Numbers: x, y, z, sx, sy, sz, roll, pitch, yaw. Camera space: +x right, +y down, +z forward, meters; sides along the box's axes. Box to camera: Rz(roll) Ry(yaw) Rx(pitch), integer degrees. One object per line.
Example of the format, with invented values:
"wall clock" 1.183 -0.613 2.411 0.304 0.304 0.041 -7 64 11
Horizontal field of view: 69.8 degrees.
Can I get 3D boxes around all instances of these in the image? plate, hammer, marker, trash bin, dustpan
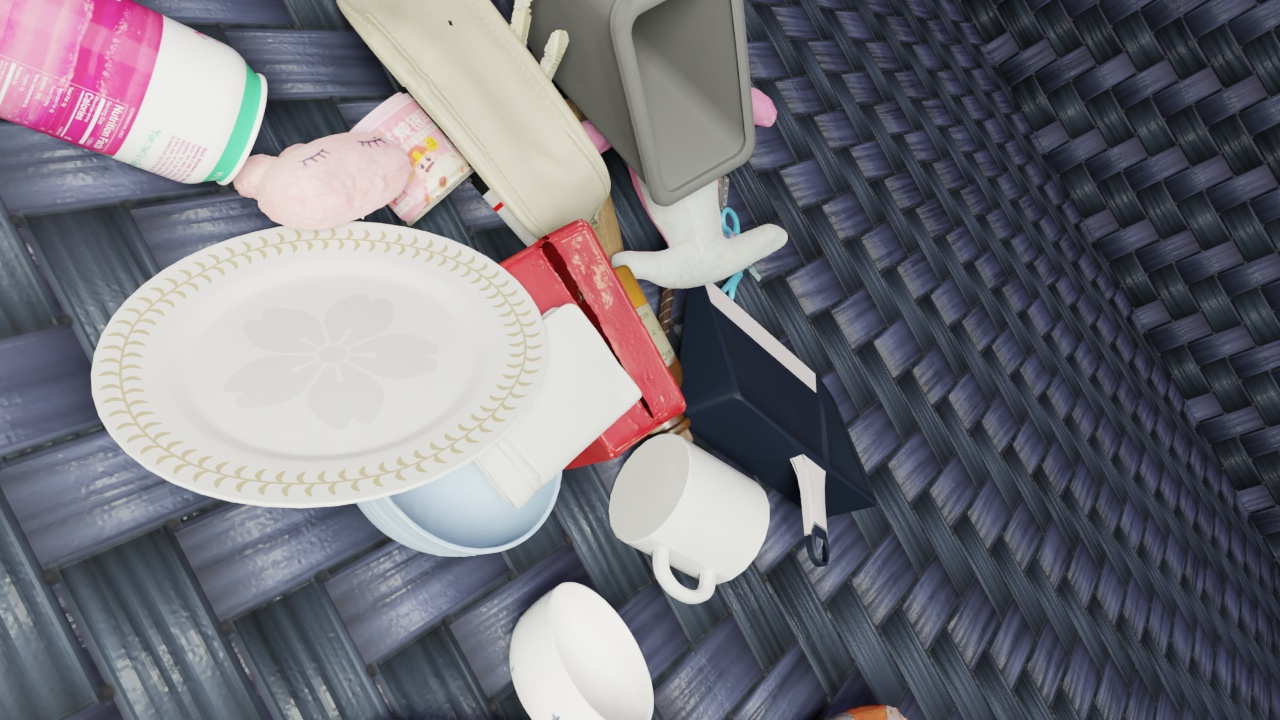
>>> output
"plate" -0.175 -0.006 0.524 0.242 0.016 0.242 5 41 -5
"hammer" 0.029 -0.082 0.885 0.098 0.044 0.321 33 48 -30
"hammer" -0.049 -0.156 0.843 0.132 0.040 0.305 2 67 -44
"marker" -0.102 -0.118 0.776 0.145 0.019 0.019 48 40 -14
"trash bin" -0.017 -0.262 0.706 0.219 0.097 0.192 53 -11 33
"dustpan" 0.136 0.065 0.849 0.236 0.080 0.272 37 48 -36

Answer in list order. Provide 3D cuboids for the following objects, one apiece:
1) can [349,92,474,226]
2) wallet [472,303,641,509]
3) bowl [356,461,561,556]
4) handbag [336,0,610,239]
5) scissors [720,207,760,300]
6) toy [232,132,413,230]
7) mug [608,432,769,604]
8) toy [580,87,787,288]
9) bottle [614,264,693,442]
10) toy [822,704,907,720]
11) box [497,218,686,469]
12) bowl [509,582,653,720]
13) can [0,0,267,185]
"can" -0.173 -0.149 0.679 0.076 0.067 0.067 49 40 -15
"wallet" -0.063 0.027 0.571 0.116 0.032 0.086 -39 102 -27
"bowl" -0.131 0.059 0.587 0.150 0.075 0.150 27 48 -35
"handbag" -0.099 -0.208 0.704 0.229 0.132 0.184 53 0 0
"scissors" 0.103 -0.097 0.972 0.136 0.015 0.125 36 64 -54
"toy" -0.212 -0.120 0.601 0.108 0.105 0.053 -42 135 -47
"mug" 0.037 0.129 0.714 0.090 0.091 0.121 33 45 -30
"toy" 0.035 -0.181 0.849 0.128 0.187 0.265 72 6 -70
"bottle" -0.005 0.004 0.756 0.067 0.068 0.157 -33 97 -52
"toy" 0.178 0.370 0.717 0.163 0.093 0.172 -3 70 -50
"box" -0.047 -0.010 0.663 0.086 0.129 0.158 -33 94 -25
"bowl" -0.044 0.203 0.595 0.105 0.054 0.104 46 19 -21
"can" -0.309 -0.165 0.521 0.165 0.088 0.088 19 54 -40
